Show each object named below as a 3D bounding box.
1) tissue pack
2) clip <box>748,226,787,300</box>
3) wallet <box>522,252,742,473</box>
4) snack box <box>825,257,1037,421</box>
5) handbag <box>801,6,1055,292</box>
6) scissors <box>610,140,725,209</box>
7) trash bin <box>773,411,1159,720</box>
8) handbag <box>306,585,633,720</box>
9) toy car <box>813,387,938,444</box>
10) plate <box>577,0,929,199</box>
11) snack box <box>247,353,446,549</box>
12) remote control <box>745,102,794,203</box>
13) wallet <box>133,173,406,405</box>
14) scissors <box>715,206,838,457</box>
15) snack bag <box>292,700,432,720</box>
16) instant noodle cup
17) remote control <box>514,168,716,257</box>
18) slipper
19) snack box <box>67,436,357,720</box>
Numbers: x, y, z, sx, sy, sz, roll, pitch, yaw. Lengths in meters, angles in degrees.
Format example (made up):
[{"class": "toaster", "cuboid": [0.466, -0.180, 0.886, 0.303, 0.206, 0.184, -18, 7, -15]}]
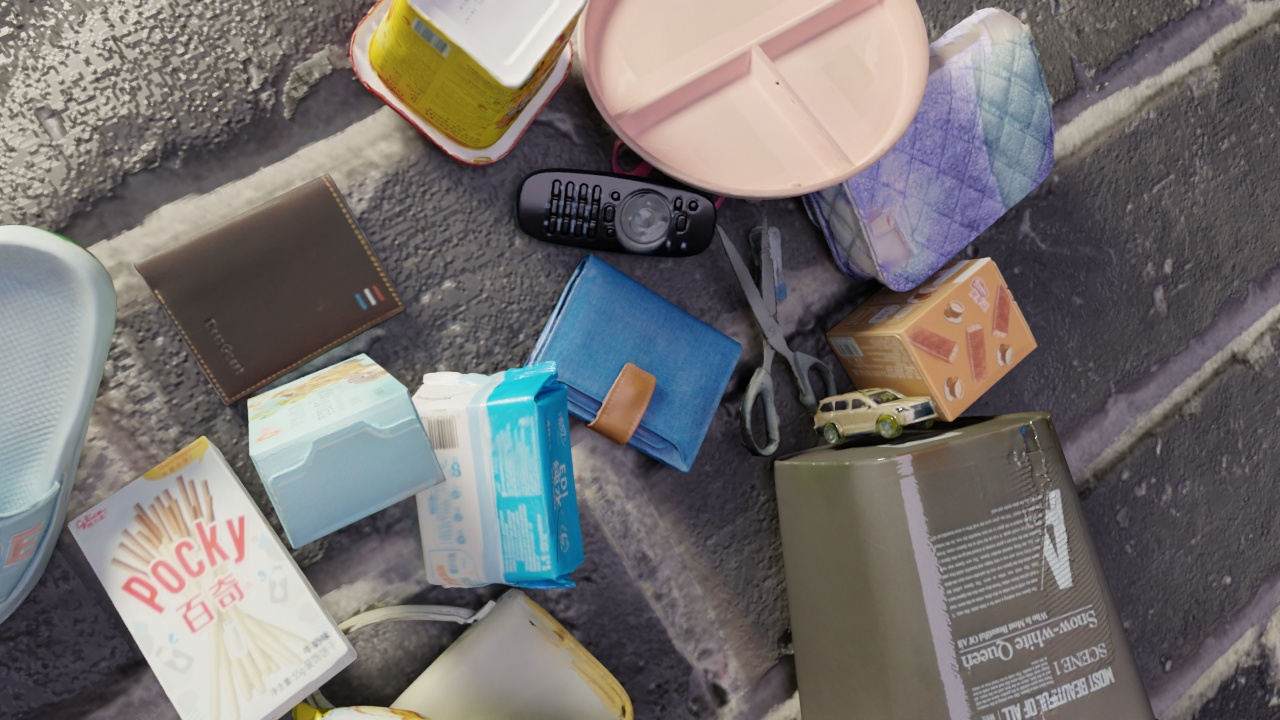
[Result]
[{"class": "tissue pack", "cuboid": [-0.086, 0.073, 0.563, 0.090, 0.063, 0.140, -5, 95, 15]}, {"class": "clip", "cuboid": [0.093, -0.069, 0.665, 0.024, 0.029, 0.057, -11, 102, -18]}, {"class": "wallet", "cuboid": [-0.004, 0.004, 0.621, 0.133, 0.040, 0.106, 30, 76, -18]}, {"class": "snack box", "cuboid": [0.210, -0.015, 0.669, 0.094, 0.093, 0.077, -37, 103, -16]}, {"class": "handbag", "cuboid": [0.207, -0.149, 0.668, 0.193, 0.075, 0.134, -37, 120, -16]}, {"class": "scissors", "cuboid": [0.027, -0.169, 0.632, 0.105, 0.017, 0.136, 5, 93, -5]}, {"class": "trash bin", "cuboid": [0.204, 0.158, 0.624, 0.198, 0.199, 0.219, -11, 89, -20]}, {"class": "handbag", "cuboid": [-0.116, 0.216, 0.573, 0.163, 0.063, 0.179, -44, 96, -14]}, {"class": "toy car", "cuboid": [0.163, 0.037, 0.639, 0.042, 0.091, 0.035, -11, 90, -35]}, {"class": "plate", "cuboid": [0.073, -0.204, 0.605, 0.229, 0.028, 0.229, 1, 72, -2]}, {"class": "snack box", "cuboid": [-0.163, 0.040, 0.487, 0.074, 0.175, 0.051, -23, 104, -20]}, {"class": "remote control", "cuboid": [0.125, -0.173, 0.673, 0.149, 0.021, 0.058, -33, 102, -18]}, {"class": "wallet", "cuboid": [-0.218, -0.043, 0.549, 0.122, 0.020, 0.096, -31, 101, -15]}, {"class": "scissors", "cuboid": [0.094, -0.014, 0.651, 0.173, 0.014, 0.159, 29, 75, -33]}, {"class": "snack bag", "cuboid": [-0.085, 0.280, 0.508, 0.246, 0.068, 0.158, 12, 81, -8]}, {"class": "instant noodle cup", "cuboid": [-0.095, -0.192, 0.536, 0.116, 0.124, 0.116, 38, 78, -16]}, {"class": "remote control", "cuboid": [-0.016, -0.099, 0.615, 0.136, 0.024, 0.053, 5, 104, -13]}, {"class": "slipper", "cuboid": [-0.338, 0.050, 0.455, 0.104, 0.074, 0.245, 25, 97, -19]}, {"class": "snack box", "cuboid": [-0.234, 0.126, 0.502, 0.084, 0.027, 0.157, -37, 73, -17]}]
